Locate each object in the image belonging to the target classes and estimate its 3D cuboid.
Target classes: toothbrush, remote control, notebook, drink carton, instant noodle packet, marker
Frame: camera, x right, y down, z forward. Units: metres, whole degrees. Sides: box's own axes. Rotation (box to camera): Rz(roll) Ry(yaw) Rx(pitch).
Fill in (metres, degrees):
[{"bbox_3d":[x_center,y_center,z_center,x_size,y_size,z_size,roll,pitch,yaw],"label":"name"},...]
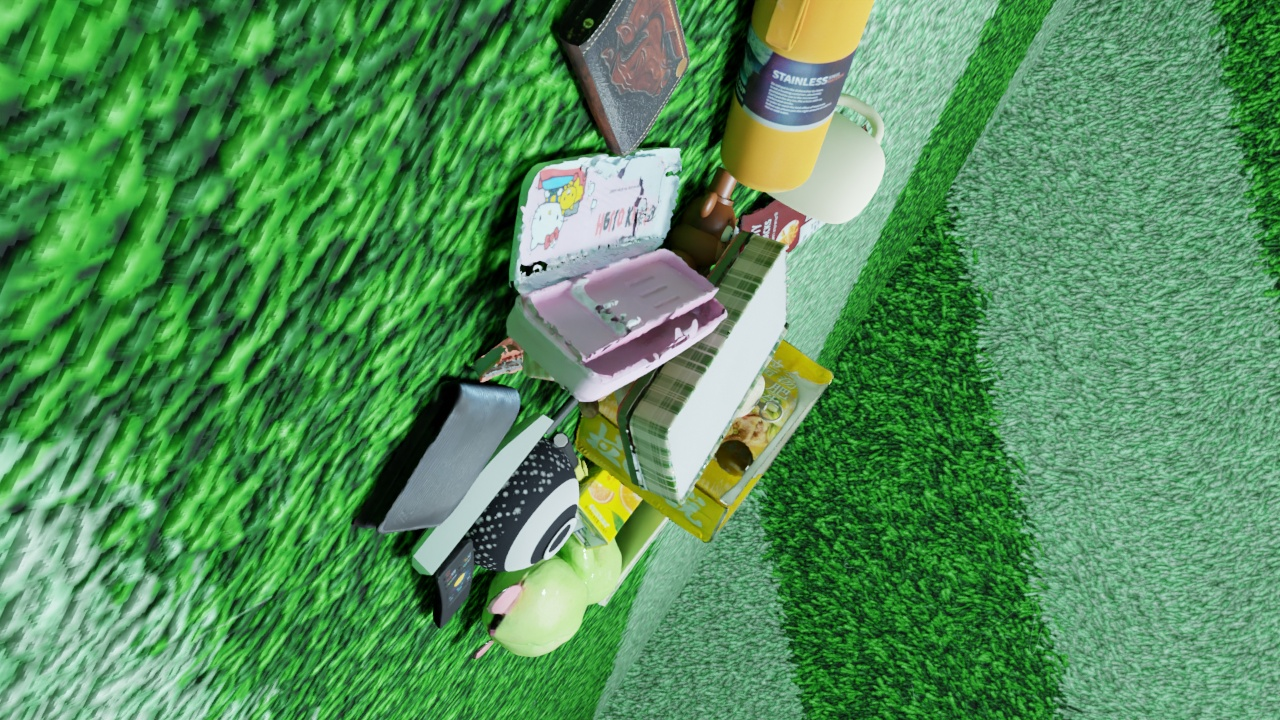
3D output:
[{"bbox_3d":[-0.028,0.004,0.807,0.167,0.013,0.013,-48,164,-20],"label":"toothbrush"},{"bbox_3d":[-0.156,0.185,0.754,0.041,0.020,0.152,-50,171,-30],"label":"remote control"},{"bbox_3d":[0.021,0.139,1.058,0.253,0.010,0.181,-55,-165,21],"label":"notebook"},{"bbox_3d":[-0.027,0.129,0.950,0.043,0.058,0.134,-25,-163,45],"label":"drink carton"},{"bbox_3d":[0.068,0.036,0.883,0.221,0.163,0.084,-47,162,-30],"label":"instant noodle packet"},{"bbox_3d":[-0.120,0.094,0.674,0.143,0.024,0.049,-52,-173,-9],"label":"remote control"},{"bbox_3d":[-0.066,0.092,0.863,0.021,0.017,0.124,-9,158,-1],"label":"marker"}]

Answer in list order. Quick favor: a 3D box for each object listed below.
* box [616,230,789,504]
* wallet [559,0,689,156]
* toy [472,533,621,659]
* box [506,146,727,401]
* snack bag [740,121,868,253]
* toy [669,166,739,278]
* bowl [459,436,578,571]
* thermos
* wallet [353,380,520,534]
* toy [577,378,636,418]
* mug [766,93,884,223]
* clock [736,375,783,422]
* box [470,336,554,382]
[{"bbox_3d":[0.055,0.002,0.721,0.205,0.051,0.118,-57,153,-27],"label":"box"},{"bbox_3d":[-0.006,-0.166,0.492,0.072,0.019,0.123,-58,166,-5],"label":"wallet"},{"bbox_3d":[-0.089,0.237,0.957,0.196,0.107,0.150,-52,168,-50],"label":"toy"},{"bbox_3d":[-0.017,-0.059,0.585,0.077,0.146,0.201,-17,-174,30],"label":"box"},{"bbox_3d":[0.178,-0.161,0.999,0.207,0.066,0.139,-46,158,-24],"label":"snack bag"},{"bbox_3d":[0.053,-0.093,0.756,0.128,0.065,0.094,-65,168,17],"label":"toy"},{"bbox_3d":[-0.092,0.131,0.772,0.120,0.066,0.120,-50,164,-20],"label":"bowl"},{"bbox_3d":[0.110,-0.214,0.622,0.233,0.076,0.091,101,-8,-58],"label":"thermos"},{"bbox_3d":[-0.128,0.064,0.599,0.115,0.026,0.089,-57,164,7],"label":"wallet"},{"bbox_3d":[-0.005,0.005,0.763,0.085,0.074,0.106,3,106,-73],"label":"toy"},{"bbox_3d":[0.183,-0.191,0.867,0.120,0.100,0.096,-55,165,1],"label":"mug"},{"bbox_3d":[0.067,0.015,0.821,0.092,0.141,0.055,-46,158,-25],"label":"clock"},{"bbox_3d":[-0.042,-0.012,0.640,0.186,0.083,0.041,-18,114,-64],"label":"box"}]
